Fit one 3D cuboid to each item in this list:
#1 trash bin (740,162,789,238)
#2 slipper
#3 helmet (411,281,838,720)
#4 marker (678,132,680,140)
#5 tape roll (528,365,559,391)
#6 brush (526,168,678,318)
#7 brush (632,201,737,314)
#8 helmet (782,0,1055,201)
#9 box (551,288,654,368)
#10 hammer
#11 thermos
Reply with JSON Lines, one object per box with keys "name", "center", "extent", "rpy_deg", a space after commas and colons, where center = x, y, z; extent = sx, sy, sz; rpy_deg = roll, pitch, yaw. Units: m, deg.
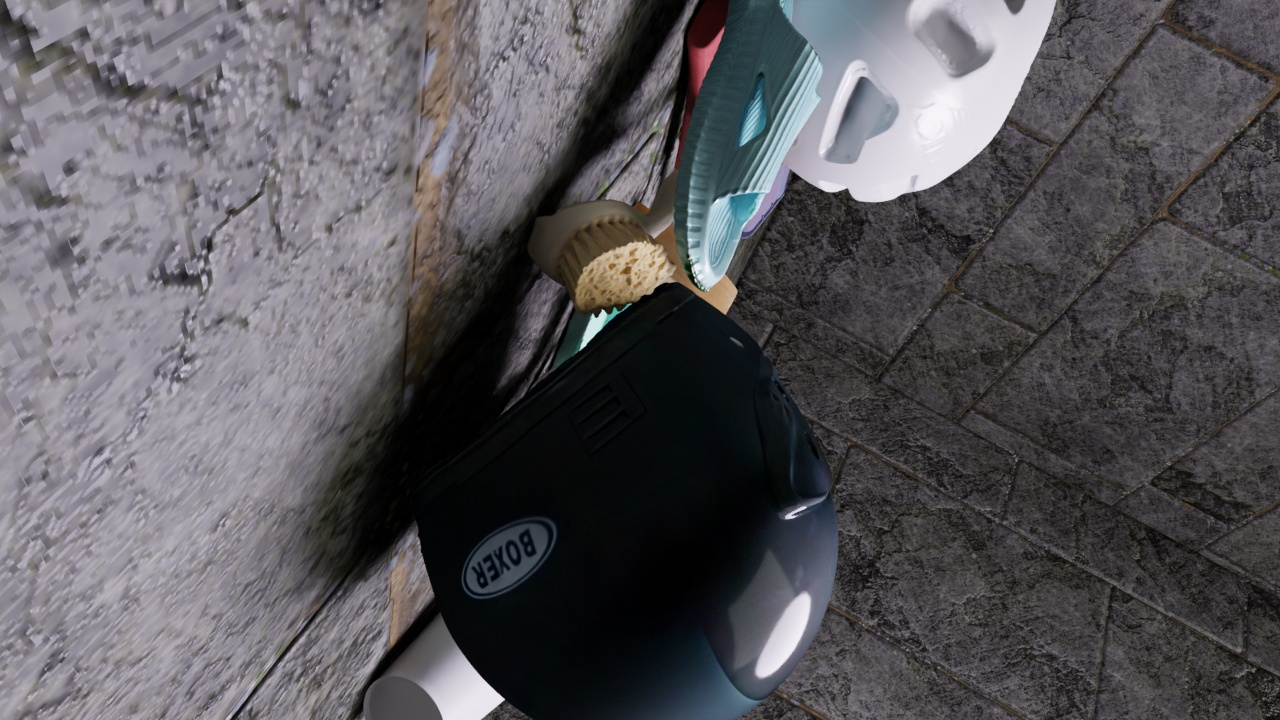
{"name": "trash bin", "center": [0.116, -0.208, 1.023], "extent": [0.092, 0.094, 0.161], "rpy_deg": [-52, 173, -1]}
{"name": "slipper", "center": [0.077, -0.173, 0.550], "extent": [0.116, 0.069, 0.276], "rpy_deg": [22, 78, -77]}
{"name": "helmet", "center": [0.009, 0.102, 0.598], "extent": [0.250, 0.236, 0.315], "rpy_deg": [-38, -176, 22]}
{"name": "marker", "center": [0.061, -0.219, 0.840], "extent": [0.014, 0.014, 0.132], "rpy_deg": [-64, 174, 33]}
{"name": "tape roll", "center": [-0.051, 0.049, 0.757], "extent": [0.094, 0.094, 0.019], "rpy_deg": [-61, 175, -5]}
{"name": "brush", "center": [0.017, -0.109, 0.601], "extent": [0.062, 0.077, 0.271], "rpy_deg": [-48, -179, 40]}
{"name": "brush", "center": [0.025, -0.076, 0.771], "extent": [0.039, 0.117, 0.049], "rpy_deg": [-38, -163, 51]}
{"name": "helmet", "center": [0.169, -0.237, 0.701], "extent": [0.183, 0.224, 0.282], "rpy_deg": [-37, 168, -7]}
{"name": "box", "center": [-0.029, 0.009, 0.835], "extent": [0.137, 0.057, 0.187], "rpy_deg": [-8, 137, -41]}
{"name": "hammer", "center": [0.047, -0.175, 0.754], "extent": [0.126, 0.036, 0.316], "rpy_deg": [-45, 166, -19]}
{"name": "thermos", "center": [-0.158, 0.278, 0.866], "extent": [0.132, 0.131, 0.221], "rpy_deg": [-63, 167, 21]}
